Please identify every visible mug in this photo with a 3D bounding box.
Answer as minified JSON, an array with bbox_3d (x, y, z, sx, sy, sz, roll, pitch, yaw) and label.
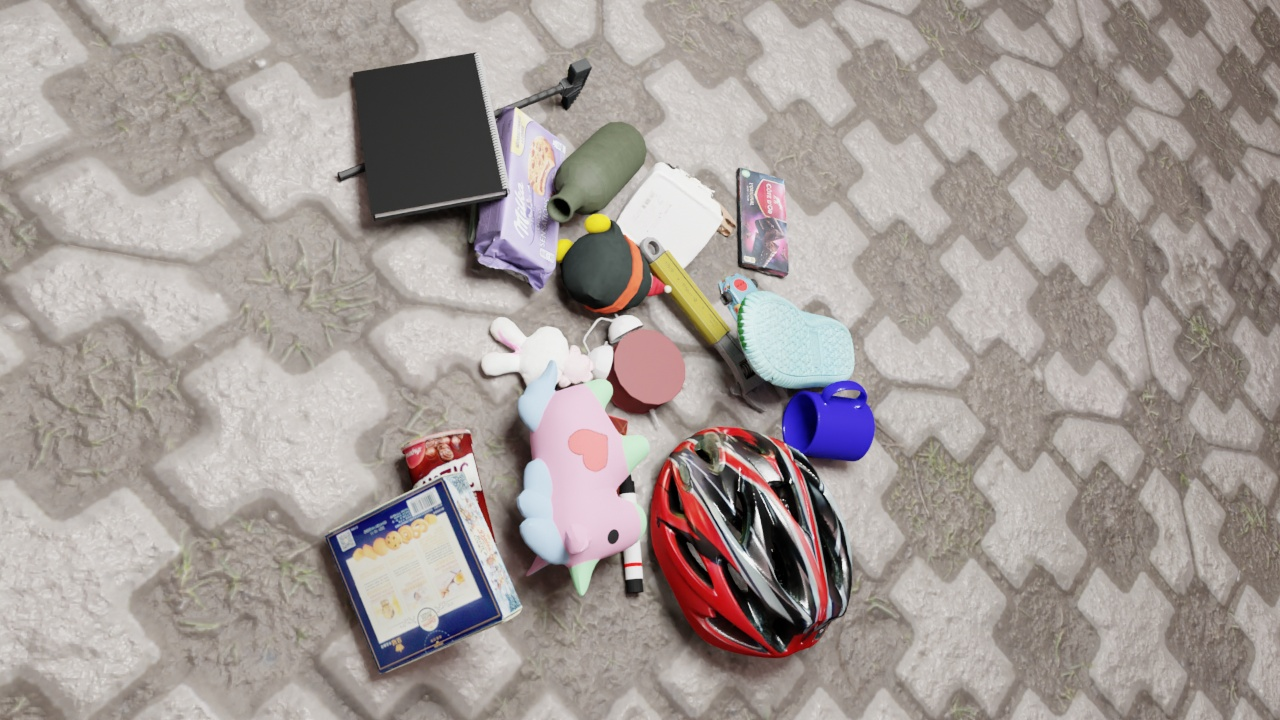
[{"bbox_3d":[0.240,0.071,1.140,0.083,0.111,0.079,8,37,-23],"label":"mug"}]

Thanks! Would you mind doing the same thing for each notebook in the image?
[{"bbox_3d":[-0.236,-0.256,1.029,0.149,0.016,0.206,-12,64,-7],"label":"notebook"}]

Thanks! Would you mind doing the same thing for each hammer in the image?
[{"bbox_3d":[-0.205,-0.274,1.084,0.324,0.095,0.015,-29,85,-22],"label":"hammer"}]

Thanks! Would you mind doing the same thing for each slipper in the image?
[{"bbox_3d":[0.185,-0.017,1.146,0.275,0.070,0.116,8,74,-51],"label":"slipper"}]

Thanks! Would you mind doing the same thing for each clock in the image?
[{"bbox_3d":[-0.006,0.006,1.078,0.137,0.048,0.096,39,60,-8],"label":"clock"}]

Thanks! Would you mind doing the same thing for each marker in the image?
[{"bbox_3d":[-0.012,0.185,1.027,0.019,0.019,0.145,4,70,-25],"label":"marker"}]

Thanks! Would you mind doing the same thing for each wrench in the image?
[{"bbox_3d":[0.090,-0.045,1.138,0.273,0.018,0.083,51,57,-12],"label":"wrench"}]

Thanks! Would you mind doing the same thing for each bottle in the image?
[{"bbox_3d":[-0.056,-0.218,1.083,0.071,0.072,0.206,41,37,-7],"label":"bottle"}]

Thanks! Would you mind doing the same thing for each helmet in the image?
[{"bbox_3d":[0.128,0.190,1.027,0.217,0.167,0.271,-8,63,-32],"label":"helmet"}]

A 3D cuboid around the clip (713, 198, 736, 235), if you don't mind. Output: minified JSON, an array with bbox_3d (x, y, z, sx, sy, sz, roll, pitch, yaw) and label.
[{"bbox_3d":[0.100,-0.190,1.219,0.062,0.025,0.047,14,70,-29],"label":"clip"}]

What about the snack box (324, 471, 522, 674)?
[{"bbox_3d":[-0.206,0.199,0.864,0.145,0.144,0.042,65,15,6],"label":"snack box"}]

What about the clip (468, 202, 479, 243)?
[{"bbox_3d":[-0.185,-0.168,1.072,0.047,0.023,0.076,12,65,-20],"label":"clip"}]

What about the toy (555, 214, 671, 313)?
[{"bbox_3d":[-0.033,-0.102,1.083,0.119,0.098,0.099,19,50,-45],"label":"toy"}]

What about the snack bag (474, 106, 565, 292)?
[{"bbox_3d":[-0.142,-0.187,1.064,0.096,0.059,0.205,31,56,-48],"label":"snack bag"}]

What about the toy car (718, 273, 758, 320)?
[{"bbox_3d":[0.147,-0.067,1.192,0.060,0.028,0.107,-28,85,-31],"label":"toy car"}]

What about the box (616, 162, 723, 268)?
[{"bbox_3d":[0.039,-0.196,1.165,0.110,0.103,0.130,33,23,-14],"label":"box"}]

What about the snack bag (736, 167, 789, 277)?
[{"bbox_3d":[0.166,-0.190,1.254,0.074,0.018,0.155,10,66,-22],"label":"snack bag"}]

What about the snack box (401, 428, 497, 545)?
[{"bbox_3d":[-0.193,0.137,0.926,0.072,0.072,0.121,-10,77,-29],"label":"snack box"}]

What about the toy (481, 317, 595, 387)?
[{"bbox_3d":[-0.113,-0.002,1.033,0.125,0.037,0.075,14,70,-6],"label":"toy"}]

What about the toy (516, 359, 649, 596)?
[{"bbox_3d":[-0.074,0.114,0.951,0.170,0.120,0.222,-30,86,-39],"label":"toy"}]

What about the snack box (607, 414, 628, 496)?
[{"bbox_3d":[-0.065,0.120,1.024,0.089,0.021,0.132,16,65,-19],"label":"snack box"}]
